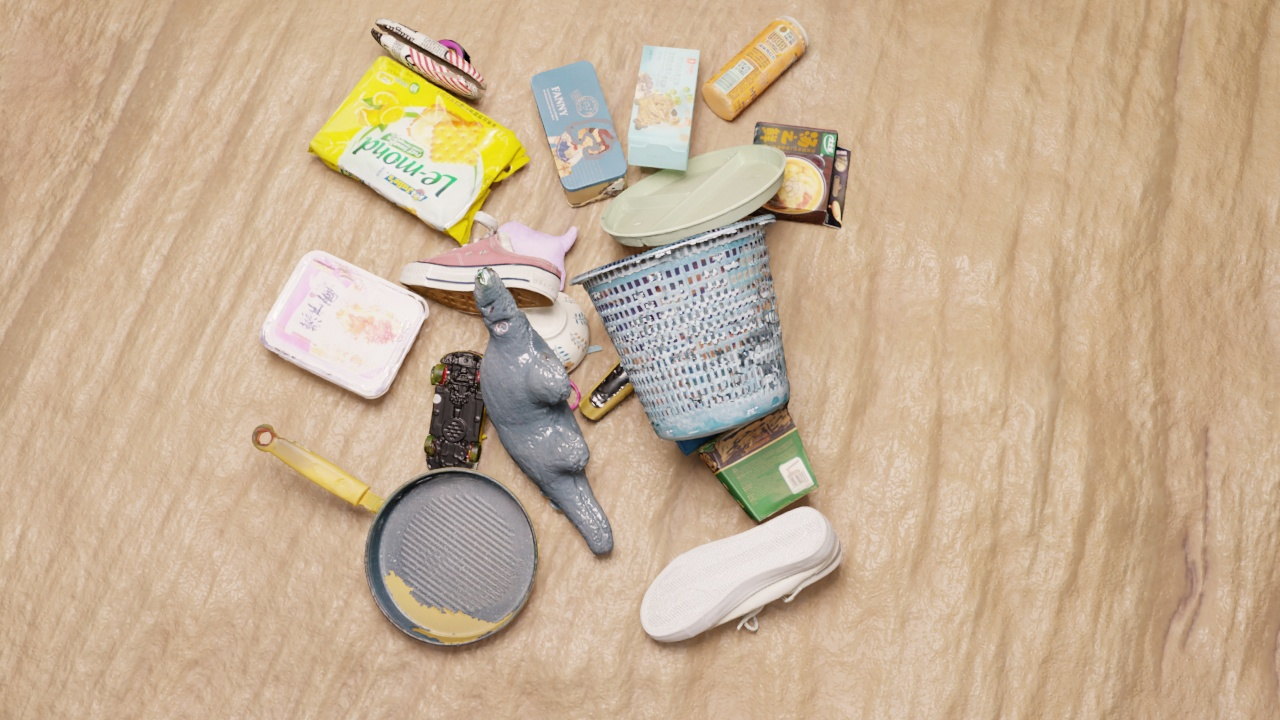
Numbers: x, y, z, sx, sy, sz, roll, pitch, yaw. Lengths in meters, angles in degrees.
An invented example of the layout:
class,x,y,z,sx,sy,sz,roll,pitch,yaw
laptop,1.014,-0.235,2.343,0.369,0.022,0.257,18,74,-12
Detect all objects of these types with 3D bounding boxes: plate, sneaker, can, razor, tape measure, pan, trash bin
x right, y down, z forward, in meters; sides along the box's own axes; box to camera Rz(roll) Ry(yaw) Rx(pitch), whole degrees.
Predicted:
class,x,y,z,sx,sy,sz,roll,pitch,yaw
plate,0.063,-0.194,1.082,0.230,0.230,0.027,-26,118,-5
sneaker,-0.183,-0.111,1.075,0.242,0.118,0.087,2,70,38
sneaker,0.116,0.249,1.032,0.242,0.091,0.089,-30,47,12
can,0.148,-0.377,1.183,0.146,0.058,0.058,-44,79,-8
razor,-0.007,0.006,1.096,0.167,0.067,0.062,-43,80,-2
tape measure,-0.251,-0.389,1.206,0.057,0.039,0.058,-24,84,4
pan,-0.280,0.177,1.037,0.357,0.078,0.197,32,84,6
trash bin,0.060,-0.028,0.971,0.226,0.226,0.195,-18,95,-3

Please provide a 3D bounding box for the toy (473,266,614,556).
class,x,y,z,sx,sy,sz,roll,pitch,yaw
toy,-0.119,0.055,1.033,0.091,0.138,0.356,-28,112,-22

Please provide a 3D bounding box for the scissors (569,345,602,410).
class,x,y,z,sx,sy,sz,roll,pitch,yaw
scissors,-0.110,0.003,1.122,0.133,0.017,0.133,-13,72,-5

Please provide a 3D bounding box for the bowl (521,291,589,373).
class,x,y,z,sx,sy,sz,roll,pitch,yaw
bowl,-0.117,-0.040,1.097,0.113,0.062,0.113,1,68,-3

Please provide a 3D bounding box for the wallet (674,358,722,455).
class,x,y,z,sx,sy,sz,roll,pitch,yaw
wallet,0.080,0.035,1.087,0.133,0.040,0.106,-33,102,-7

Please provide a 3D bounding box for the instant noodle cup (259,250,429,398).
class,x,y,z,sx,sy,sz,roll,pitch,yaw
instant noodle cup,-0.352,-0.039,1.114,0.173,0.060,0.138,24,78,8

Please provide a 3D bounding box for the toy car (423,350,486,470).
class,x,y,z,sx,sy,sz,roll,pitch,yaw
toy car,-0.217,0.064,1.092,0.071,0.041,0.156,8,91,3

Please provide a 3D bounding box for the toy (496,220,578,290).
class,x,y,z,sx,sy,sz,roll,pitch,yaw
toy,-0.136,-0.139,1.142,0.108,0.039,0.083,15,82,11

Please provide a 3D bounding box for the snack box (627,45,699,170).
class,x,y,z,sx,sy,sz,roll,pitch,yaw
snack box,0.030,-0.319,1.151,0.074,0.052,0.174,6,58,3

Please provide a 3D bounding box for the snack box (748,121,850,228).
class,x,y,z,sx,sy,sz,roll,pitch,yaw
snack box,0.199,-0.234,1.156,0.126,0.053,0.113,8,77,8

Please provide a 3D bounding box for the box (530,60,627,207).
class,x,y,z,sx,sy,sz,roll,pitch,yaw
box,-0.078,-0.293,1.167,0.090,0.062,0.184,-19,78,-4

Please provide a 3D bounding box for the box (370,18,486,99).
class,x,y,z,sx,sy,sz,roll,pitch,yaw
box,-0.268,-0.374,1.154,0.164,0.072,0.060,32,72,10

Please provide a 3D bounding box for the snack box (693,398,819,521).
class,x,y,z,sx,sy,sz,roll,pitch,yaw
snack box,0.139,0.118,1.038,0.118,0.117,0.105,-31,82,-3

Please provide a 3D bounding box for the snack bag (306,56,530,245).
class,x,y,z,sx,sy,sz,roll,pitch,yaw
snack bag,-0.280,-0.265,1.162,0.246,0.068,0.158,32,79,8
